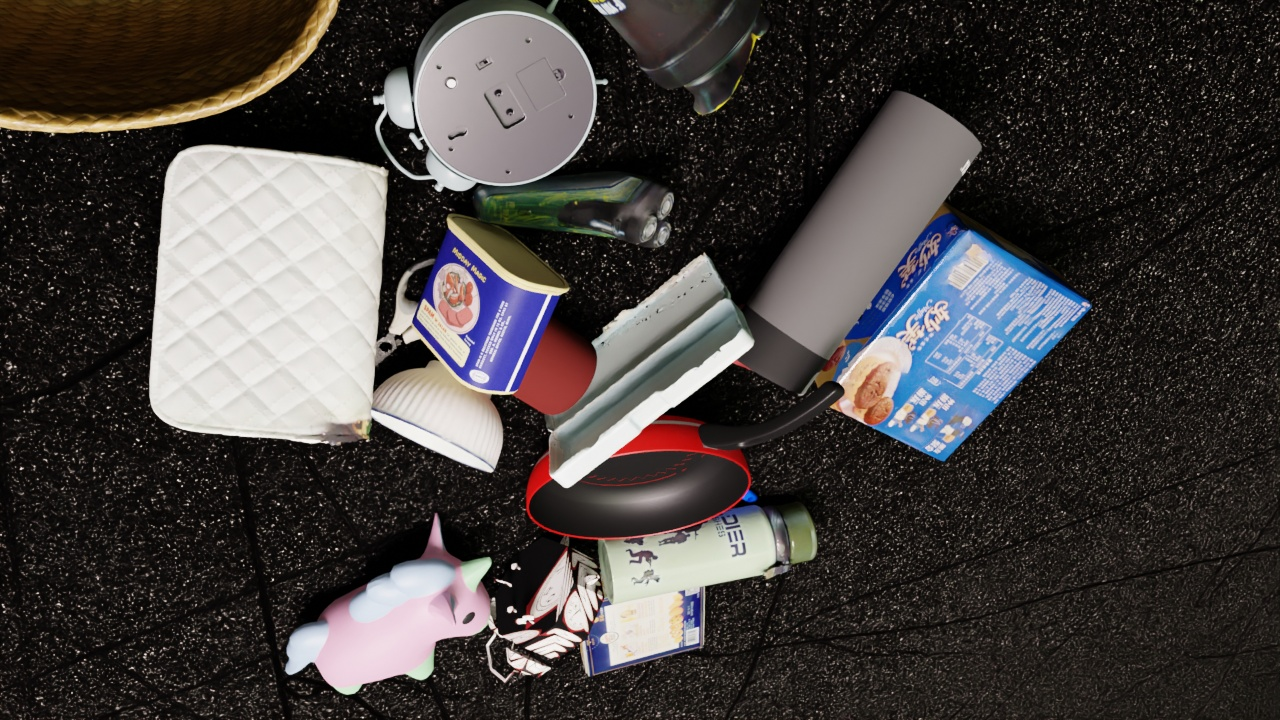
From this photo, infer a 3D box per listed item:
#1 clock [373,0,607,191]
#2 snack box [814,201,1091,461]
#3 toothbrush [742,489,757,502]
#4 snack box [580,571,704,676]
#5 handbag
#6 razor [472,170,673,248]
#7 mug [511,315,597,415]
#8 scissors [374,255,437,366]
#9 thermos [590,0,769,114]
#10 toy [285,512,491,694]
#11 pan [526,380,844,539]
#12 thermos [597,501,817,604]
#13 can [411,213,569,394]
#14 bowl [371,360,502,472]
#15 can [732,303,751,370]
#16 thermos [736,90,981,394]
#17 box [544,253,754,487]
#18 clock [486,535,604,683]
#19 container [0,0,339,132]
[{"bbox_3d":[-0.106,-0.179,0.633,0.159,0.045,0.122,-27,131,6],"label":"clock"},{"bbox_3d":[0.283,-0.022,0.858,0.155,0.069,0.203,25,117,-20],"label":"snack box"},{"bbox_3d":[0.065,0.115,0.949,0.016,0.018,0.182,-44,128,18],"label":"toothbrush"},{"bbox_3d":[0.000,0.292,1.057,0.145,0.042,0.145,-11,131,-10],"label":"snack box"},{"bbox_3d":[-0.246,-0.043,0.624,0.139,0.072,0.195,5,92,-3],"label":"handbag"},{"bbox_3d":[-0.051,-0.114,0.694,0.151,0.067,0.054,1,123,-9],"label":"razor"},{"bbox_3d":[-0.102,0.000,0.772,0.106,0.073,0.082,-20,139,37],"label":"mug"},{"bbox_3d":[-0.206,-0.027,0.746,0.171,0.012,0.121,-16,128,-3],"label":"scissors"},{"bbox_3d":[-0.008,-0.262,0.572,0.098,0.098,0.220,-42,123,17],"label":"thermos"},{"bbox_3d":[-0.250,0.255,0.906,0.222,0.120,0.171,-12,140,-11],"label":"toy"},{"bbox_3d":[0.041,0.082,0.814,0.208,0.067,0.357,15,143,-34],"label":"pan"},{"bbox_3d":[0.075,0.205,0.984,0.231,0.082,0.082,-8,130,-13],"label":"thermos"},{"bbox_3d":[-0.116,-0.042,0.683,0.056,0.116,0.092,7,116,-45],"label":"can"},{"bbox_3d":[-0.163,0.040,0.767,0.118,0.118,0.062,37,70,-37],"label":"bowl"},{"bbox_3d":[0.113,-0.015,0.835,0.096,0.054,0.054,20,119,-31],"label":"can"},{"bbox_3d":[0.164,-0.089,0.737,0.082,0.082,0.241,27,102,-34],"label":"thermos"},{"bbox_3d":[-0.002,0.008,0.760,0.197,0.134,0.041,-38,120,13],"label":"box"},{"bbox_3d":[-0.112,0.254,0.936,0.065,0.114,0.155,36,93,-37],"label":"clock"},{"bbox_3d":[-0.280,-0.273,0.398,0.306,0.196,0.308,-11,131,-12],"label":"container"}]
